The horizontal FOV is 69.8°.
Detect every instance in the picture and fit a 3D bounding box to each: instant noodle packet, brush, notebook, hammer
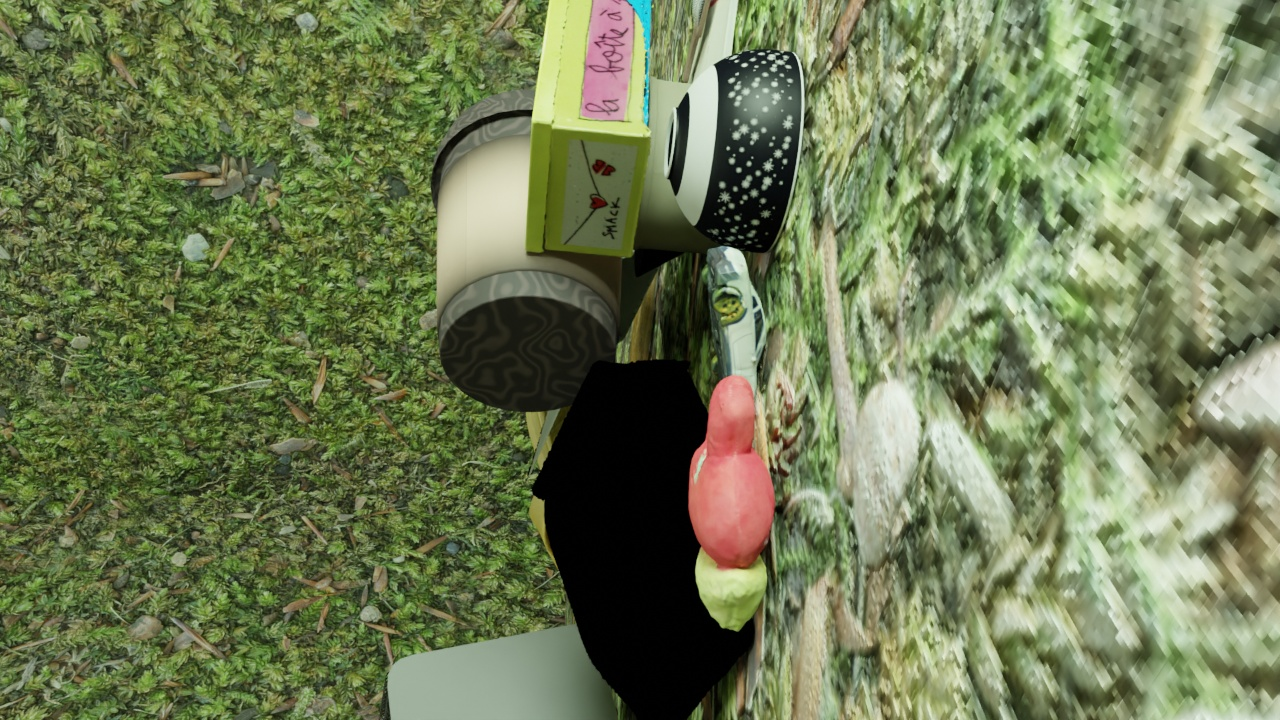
[{"bbox_3d":[0.003,0.130,0.629,0.163,0.084,0.221,-61,36,38],"label":"instant noodle packet"},{"bbox_3d":[0.050,-0.314,0.858,0.136,0.015,0.049,106,169,-60],"label":"brush"},{"bbox_3d":[0.065,-0.299,0.833,0.208,0.012,0.153,-109,25,-75],"label":"notebook"},{"bbox_3d":[0.004,-0.059,1.162,0.132,0.033,0.331,-108,22,-73],"label":"hammer"}]

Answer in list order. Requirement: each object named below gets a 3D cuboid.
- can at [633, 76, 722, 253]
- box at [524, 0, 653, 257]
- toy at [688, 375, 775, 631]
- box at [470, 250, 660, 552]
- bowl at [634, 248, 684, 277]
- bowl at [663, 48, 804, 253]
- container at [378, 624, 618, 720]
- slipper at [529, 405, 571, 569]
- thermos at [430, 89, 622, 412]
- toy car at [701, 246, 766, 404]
[{"bbox_3d":[0.034,-0.144,0.693,0.128,0.073,0.128,-177,92,-84],"label":"can"},{"bbox_3d":[-0.034,-0.193,0.653,0.125,0.079,0.220,103,169,-56],"label":"box"},{"bbox_3d":[0.049,0.075,0.496,0.091,0.045,0.135,-154,65,-87],"label":"toy"},{"bbox_3d":[-0.076,-0.018,0.895,0.166,0.108,0.417,-64,-3,32],"label":"box"},{"bbox_3d":[0.028,-0.137,0.857,0.124,0.052,0.124,-177,92,-84],"label":"bowl"},{"bbox_3d":[0.050,-0.128,0.555,0.120,0.066,0.120,-177,92,-84],"label":"bowl"},{"bbox_3d":[-0.148,0.443,0.984,0.244,0.245,0.247,109,150,-54],"label":"container"},{"bbox_3d":[-0.071,0.154,0.978,0.079,0.099,0.263,-29,71,40],"label":"slipper"},{"bbox_3d":[-0.088,-0.086,0.739,0.173,0.172,0.225,101,168,-48],"label":"thermos"},{"bbox_3d":[0.058,-0.017,0.553,0.048,0.033,0.105,-105,7,-63],"label":"toy car"}]
